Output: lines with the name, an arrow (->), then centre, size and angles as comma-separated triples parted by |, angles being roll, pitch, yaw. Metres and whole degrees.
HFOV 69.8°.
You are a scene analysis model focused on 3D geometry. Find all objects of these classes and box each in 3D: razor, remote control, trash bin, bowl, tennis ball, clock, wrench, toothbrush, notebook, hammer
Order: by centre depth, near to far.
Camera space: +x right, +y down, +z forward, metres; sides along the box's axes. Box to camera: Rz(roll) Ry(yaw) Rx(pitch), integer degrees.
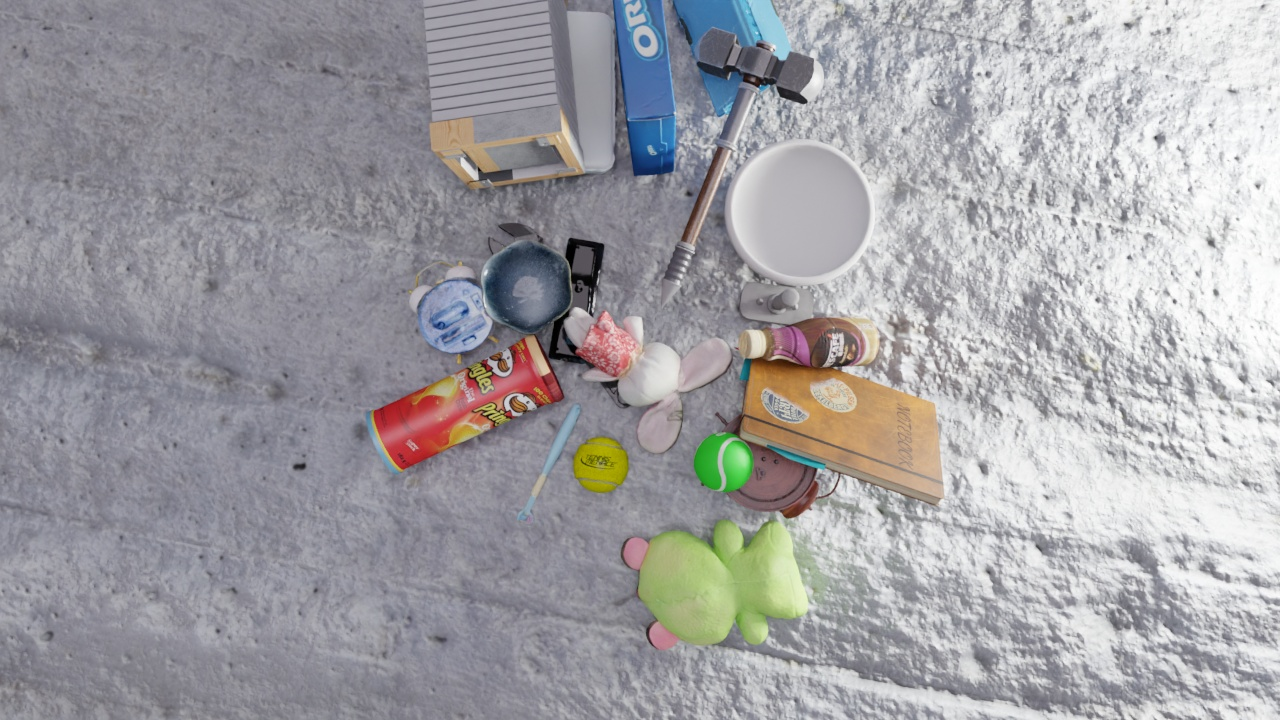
tennis ball -> 0.091, 0.111, 1.003 | 0.065, 0.065, 0.065 | 0, 84, -1
notebook -> 0.221, 0.069, 1.040 | 0.249, 0.014, 0.178 | 19, 40, -2
trash bin -> -0.157, -0.345, 1.055 | 0.142, 0.142, 0.246 | -7, 83, 6
hammer -> 0.085, -0.212, 1.061 | 0.156, 0.043, 0.322 | 23, 94, 15
razor -> 0.165, -0.069, 1.069 | 0.088, 0.116, 0.047 | 8, 89, 0
clock -> 0.157, 0.120, 1.071 | 0.158, 0.072, 0.120 | 12, 84, 2
tennis ball -> -0.046, 0.122, 1.073 | 0.065, 0.065, 0.065 | 0, 84, -1
bowl -> -0.131, -0.082, 1.078 | 0.110, 0.055, 0.110 | 0, 81, 1
clock -> -0.224, -0.063, 1.097 | 0.089, 0.052, 0.125 | -29, 85, -3
toothbrush -> -0.108, 0.123, 1.097 | 0.022, 0.016, 0.155 | 28, 84, -30
remote control -> -0.076, -0.073, 1.100 | 0.047, 0.022, 0.150 | 9, 82, -6
bowl -> 0.187, -0.172, 1.105 | 0.176, 0.066, 0.176 | 0, 84, -1
wrench -> -0.094, -0.055, 1.116 | 0.073, 0.018, 0.273 | -37, 87, -5

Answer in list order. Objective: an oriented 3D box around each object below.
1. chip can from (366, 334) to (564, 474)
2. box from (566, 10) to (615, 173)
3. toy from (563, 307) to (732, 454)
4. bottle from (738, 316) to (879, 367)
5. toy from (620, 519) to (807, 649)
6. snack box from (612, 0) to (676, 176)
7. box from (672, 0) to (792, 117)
chip can -> -0.202, 0.051, 1.069 | 0.213, 0.087, 0.087 | -25, 85, -2
box -> -0.123, -0.333, 1.138 | 0.191, 0.045, 0.209 | 2, 84, -1
toy -> -0.006, 0.006, 1.068 | 0.194, 0.084, 0.159 | 31, 93, -11
bottle -> 0.194, -0.021, 1.070 | 0.166, 0.060, 0.059 | -1, 83, -20
toy -> 0.090, 0.256, 1.045 | 0.196, 0.107, 0.150 | -13, 86, -10
snack box -> 0.001, -0.357, 1.059 | 0.056, 0.195, 0.238 | -7, 84, 1
box -> 0.118, -0.429, 1.149 | 0.111, 0.094, 0.231 | -14, 80, -45
